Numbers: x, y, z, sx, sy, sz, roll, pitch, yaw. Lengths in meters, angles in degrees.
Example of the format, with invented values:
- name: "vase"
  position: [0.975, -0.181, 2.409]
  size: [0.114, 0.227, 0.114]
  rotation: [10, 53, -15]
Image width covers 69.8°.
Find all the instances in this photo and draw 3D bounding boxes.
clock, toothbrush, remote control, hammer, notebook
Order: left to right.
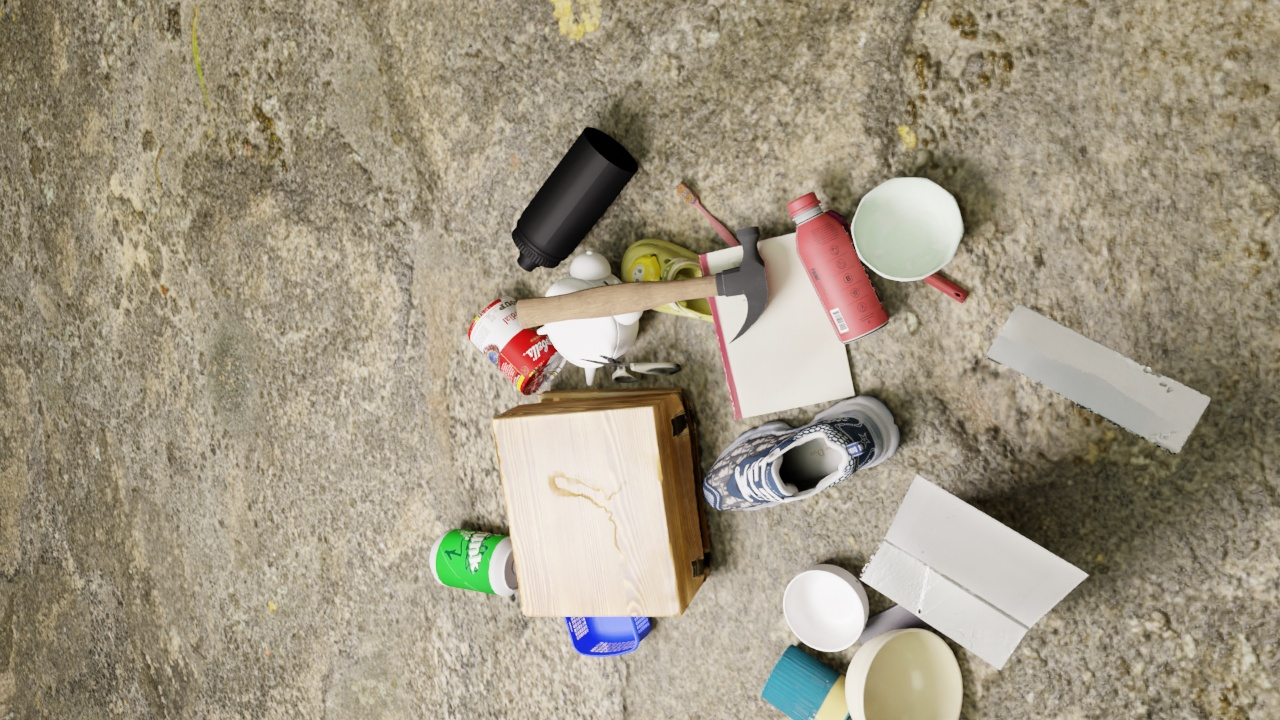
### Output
- name: "clock"
  position: [-0.060, -0.060, 1.207]
  size: [0.125, 0.072, 0.161]
  rotation: [45, 133, 14]
- name: "hammer"
  position: [0.000, -0.072, 1.111]
  size: [0.306, 0.040, 0.132]
  rotation: [-8, 93, 10]
- name: "toothbrush"
  position: [0.107, -0.158, 1.156]
  size: [0.184, 0.015, 0.015]
  rotation: [48, 111, 11]
- name: "notebook"
  position: [0.166, -0.043, 1.115]
  size: [0.153, 0.012, 0.209]
  rotation: [-12, 95, 8]
- name: "toothbrush"
  position: [0.292, -0.122, 1.060]
  size: [0.190, 0.016, 0.016]
  rotation: [36, 113, 18]
- name: "remote control"
  position: [0.320, 0.321, 1.132]
  size: [0.125, 0.009, 0.046]
  rotation: [-41, 79, 28]

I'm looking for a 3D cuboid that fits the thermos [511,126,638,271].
- name: "thermos"
  position: [-0.097, -0.204, 1.217]
  size: [0.086, 0.086, 0.199]
  rotation: [49, 118, 12]

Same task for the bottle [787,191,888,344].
- name: "bottle"
  position: [0.223, -0.110, 1.064]
  size: [0.062, 0.062, 0.176]
  rotation: [-25, 93, 30]

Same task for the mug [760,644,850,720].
- name: "mug"
  position: [0.216, 0.435, 1.176]
  size: [0.107, 0.083, 0.114]
  rotation: [28, 139, 22]

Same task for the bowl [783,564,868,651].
- name: "bowl"
  position: [0.236, 0.305, 1.150]
  size: [0.105, 0.054, 0.105]
  rotation: [4, 100, 26]

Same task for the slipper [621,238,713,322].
- name: "slipper"
  position: [0.052, -0.093, 1.162]
  size: [0.191, 0.081, 0.092]
  rotation: [19, 110, 22]

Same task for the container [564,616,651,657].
- name: "container"
  position: [-0.045, 0.366, 1.312]
  size: [0.114, 0.058, 0.096]
  rotation: [-16, 92, 30]

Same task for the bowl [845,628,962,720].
- name: "bowl"
  position: [0.302, 0.392, 1.095]
  size: [0.075, 0.150, 0.150]
  rotation: [-14, 93, 65]

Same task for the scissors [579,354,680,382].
- name: "scissors"
  position: [-0.021, 0.011, 1.186]
  size: [0.155, 0.163, 0.012]
  rotation: [147, 119, -63]

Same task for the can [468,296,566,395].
- name: "can"
  position: [-0.173, -0.021, 1.292]
  size: [0.116, 0.086, 0.087]
  rotation: [44, 116, 14]

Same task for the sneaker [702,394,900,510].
- name: "sneaker"
  position: [0.171, 0.130, 1.105]
  size: [0.270, 0.132, 0.103]
  rotation: [-26, 88, 34]

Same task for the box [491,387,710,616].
- name: "box"
  position: [-0.042, 0.183, 1.229]
  size: [0.245, 0.167, 0.279]
  rotation: [-5, 97, 22]

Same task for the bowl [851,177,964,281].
- name: "bowl"
  position: [0.295, -0.139, 1.020]
  size: [0.117, 0.061, 0.117]
  rotation: [-2, 81, 14]

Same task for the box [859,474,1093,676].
- name: "box"
  position: [0.306, 0.206, 0.875]
  size: [0.166, 0.478, 0.119]
  rotation: [31, 86, 20]

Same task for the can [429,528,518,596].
- name: "can"
  position: [-0.243, 0.305, 1.392]
  size: [0.140, 0.087, 0.088]
  rotation: [2, 100, 28]
